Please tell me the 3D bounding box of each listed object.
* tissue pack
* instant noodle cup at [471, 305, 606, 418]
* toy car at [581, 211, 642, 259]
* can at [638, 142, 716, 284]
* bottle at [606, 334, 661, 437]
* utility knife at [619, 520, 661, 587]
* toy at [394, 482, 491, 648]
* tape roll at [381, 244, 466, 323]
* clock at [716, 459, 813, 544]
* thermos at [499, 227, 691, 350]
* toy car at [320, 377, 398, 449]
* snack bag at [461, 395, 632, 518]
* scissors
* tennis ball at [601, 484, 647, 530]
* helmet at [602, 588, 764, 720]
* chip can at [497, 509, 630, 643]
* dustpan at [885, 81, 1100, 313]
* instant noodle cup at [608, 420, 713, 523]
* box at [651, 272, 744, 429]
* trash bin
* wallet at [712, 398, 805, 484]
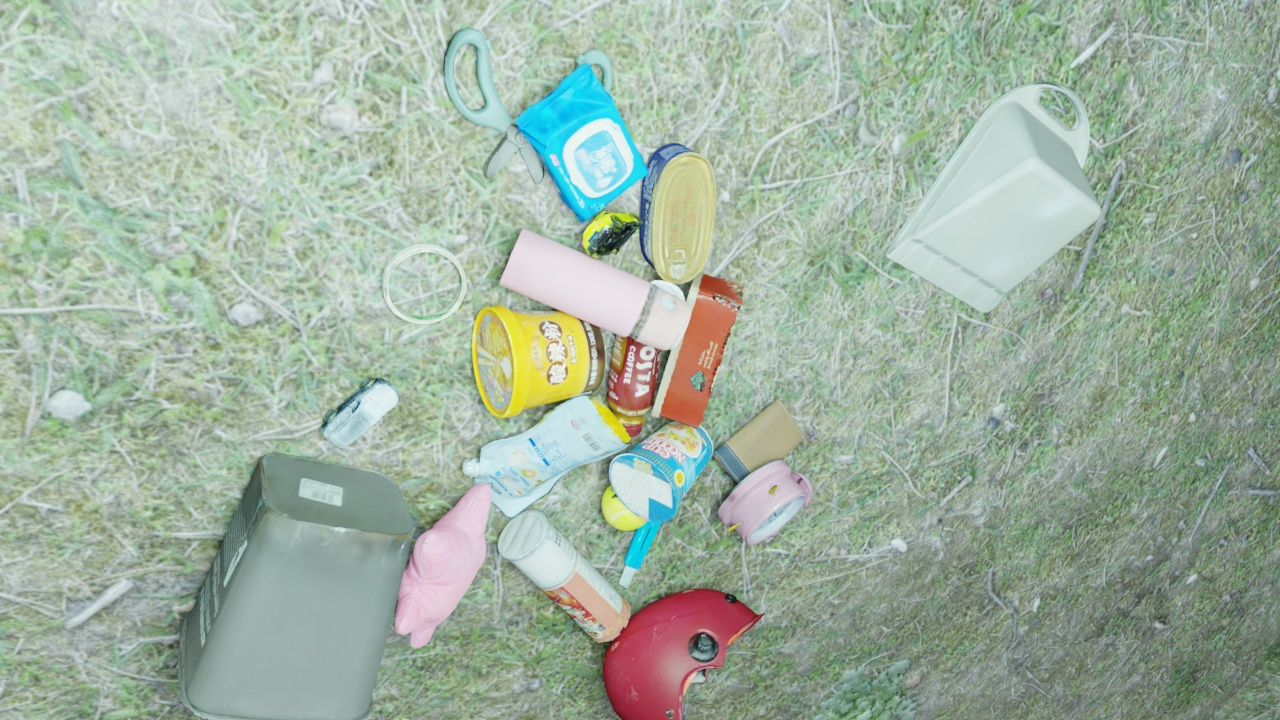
[{"bbox_3d":[-0.054,-0.212,0.915,0.095,0.052,0.157,-37,142,-3],"label":"tissue pack"},{"bbox_3d":[-0.108,-0.003,0.991,0.114,0.118,0.119,-7,120,-30],"label":"instant noodle cup"},{"bbox_3d":[-0.033,-0.136,0.970,0.032,0.105,0.048,43,110,8],"label":"toy car"},{"bbox_3d":[0.039,-0.161,1.005,0.074,0.049,0.148,-9,120,-19],"label":"can"},{"bbox_3d":[-0.006,0.006,1.072,0.057,0.057,0.175,-3,118,-23],"label":"bottle"},{"bbox_3d":[0.007,0.234,1.229,0.034,0.018,0.179,10,114,-29],"label":"utility knife"},{"bbox_3d":[-0.220,0.223,1.033,0.179,0.074,0.194,99,16,-61],"label":"toy"},{"bbox_3d":[-0.224,-0.079,0.954,0.085,0.014,0.086,-10,120,-19],"label":"tape roll"},{"bbox_3d":[0.174,0.194,1.238,0.117,0.060,0.158,-48,154,16],"label":"clock"},{"bbox_3d":[-0.043,-0.079,0.972,0.198,0.087,0.067,21,139,-9],"label":"thermos"},{"bbox_3d":[-0.300,0.057,0.985,0.090,0.034,0.043,-41,122,0],"label":"toy car"},{"bbox_3d":[-0.113,0.113,1.077,0.191,0.038,0.110,-29,135,16],"label":"snack bag"},{"bbox_3d":[-0.118,-0.263,0.896,0.170,0.019,0.179,-45,128,9],"label":"scissors"},{"bbox_3d":[-0.017,0.182,1.161,0.065,0.065,0.066,-11,121,-19],"label":"tennis ball"},{"bbox_3d":[0.043,0.393,1.250,0.239,0.144,0.207,-46,165,-17],"label":"helmet"},{"bbox_3d":[-0.093,0.280,1.178,0.071,0.071,0.215,-38,126,-1],"label":"chip can"},{"bbox_3d":[0.470,-0.220,1.190,0.222,0.142,0.259,22,135,-32],"label":"dustpan"},{"bbox_3d":[0.032,0.126,1.120,0.109,0.099,0.099,-42,135,-43],"label":"instant noodle cup"},{"bbox_3d":[0.074,-0.010,1.069,0.077,0.091,0.169,18,112,2],"label":"box"},{"bbox_3d":[-0.356,0.235,0.970,0.198,0.199,0.220,15,104,-30],"label":"trash bin"},{"bbox_3d":[0.157,0.113,1.222,0.115,0.033,0.090,-40,128,0],"label":"wallet"}]
